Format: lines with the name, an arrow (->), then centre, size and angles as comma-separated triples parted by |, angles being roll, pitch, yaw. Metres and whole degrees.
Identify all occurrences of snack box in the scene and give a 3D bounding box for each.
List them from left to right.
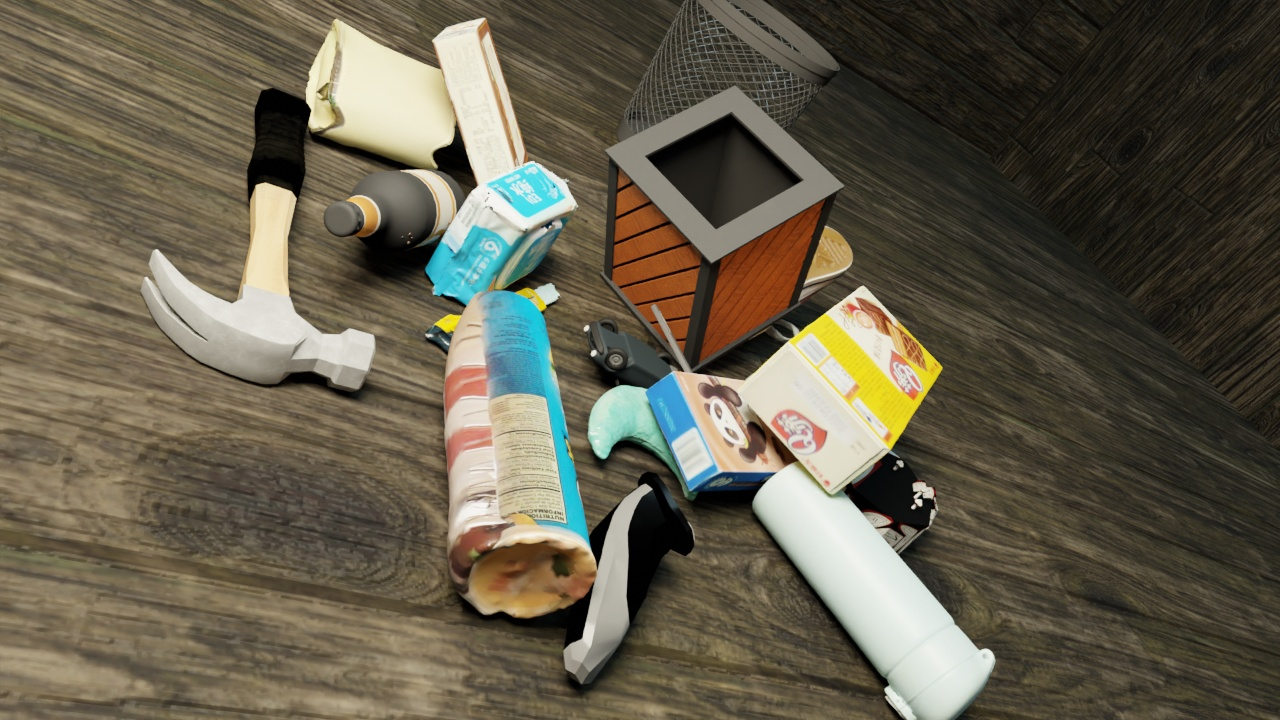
snack box -> -0.145, -0.236, 0.852 | 0.041, 0.143, 0.146 | -15, 25, 1
snack box -> 0.075, 0.058, 0.729 | 0.151, 0.034, 0.087 | 9, 51, -52
snack box -> 0.176, 0.016, 0.769 | 0.110, 0.062, 0.229 | 48, 30, 8

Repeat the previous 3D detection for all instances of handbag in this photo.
handbag -> -0.236, -0.232, 0.827 | 0.119, 0.081, 0.111 | 17, 41, -35

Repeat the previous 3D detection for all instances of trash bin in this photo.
trash bin -> 0.063, -0.112, 0.820 | 0.139, 0.172, 0.139 | -31, 65, -21
trash bin -> 0.106, -0.353, 1.220 | 0.217, 0.228, 0.217 | 27, 30, -17

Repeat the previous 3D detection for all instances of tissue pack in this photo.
tissue pack -> -0.110, -0.105, 0.757 | 0.061, 0.093, 0.144 | 39, 29, 0

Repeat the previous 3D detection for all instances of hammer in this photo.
hammer -> -0.262, -0.106, 0.651 | 0.131, 0.039, 0.327 | 17, 33, -30

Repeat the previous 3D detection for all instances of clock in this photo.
clock -> 0.216, 0.109, 0.825 | 0.154, 0.065, 0.114 | -9, 52, -52

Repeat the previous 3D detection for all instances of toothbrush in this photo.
toothbrush -> 0.046, 0.022, 0.784 | 0.167, 0.013, 0.013 | 63, 12, 19

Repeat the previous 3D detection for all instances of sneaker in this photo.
sneaker -> 0.127, -0.072, 0.979 | 0.240, 0.088, 0.118 | -26, 77, -35

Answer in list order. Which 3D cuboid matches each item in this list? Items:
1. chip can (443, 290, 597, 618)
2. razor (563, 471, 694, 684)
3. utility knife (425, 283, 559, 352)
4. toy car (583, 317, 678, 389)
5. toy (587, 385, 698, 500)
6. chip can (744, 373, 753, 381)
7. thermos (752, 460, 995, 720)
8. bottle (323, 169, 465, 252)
chip can -> -0.084, 0.048, 0.575 | 0.079, 0.080, 0.229 | 20, 31, -27
razor -> -0.014, 0.131, 0.556 | 0.060, 0.057, 0.155 | 15, 31, 21
utility knife -> -0.112, -0.039, 0.741 | 0.030, 0.017, 0.178 | 49, 26, 3
toy car -> -0.004, 0.005, 0.766 | 0.112, 0.034, 0.046 | 30, 30, -40
toy -> 0.003, 0.058, 0.705 | 0.105, 0.033, 0.085 | 25, 40, -27
chip can -> 0.168, 0.020, 0.894 | 0.075, 0.075, 0.214 | 43, 29, 12
thermos -> 0.168, 0.168, 0.678 | 0.207, 0.078, 0.065 | 52, 2, 29
bottle -> -0.183, -0.110, 0.675 | 0.059, 0.059, 0.181 | 36, 14, -2
